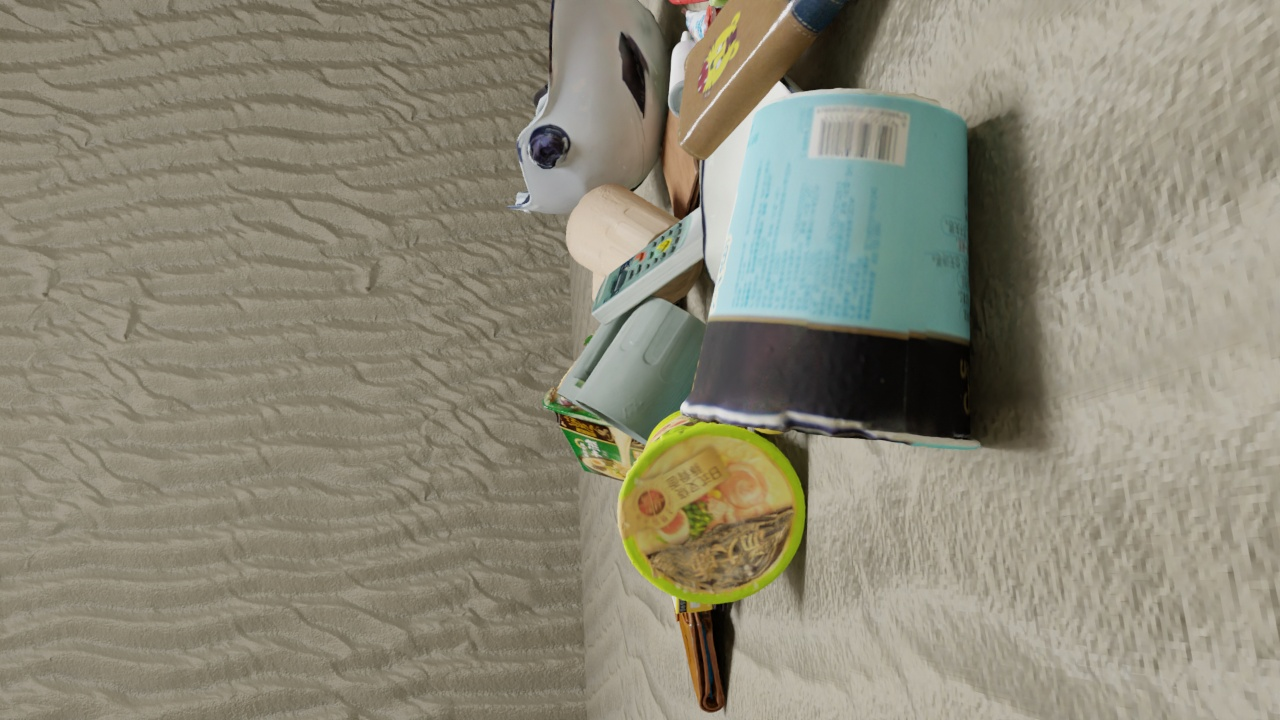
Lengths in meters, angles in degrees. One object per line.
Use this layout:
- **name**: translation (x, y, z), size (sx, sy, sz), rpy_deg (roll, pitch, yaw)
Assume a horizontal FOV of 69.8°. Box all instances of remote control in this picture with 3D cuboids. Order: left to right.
- **remote control**: translation (0.016, -0.079, 0.725), size (0.135, 0.019, 0.056), rpy_deg (-33, 26, 35)

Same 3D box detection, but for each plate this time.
- **plate**: translation (0.077, -0.095, 0.540), size (0.265, 0.034, 0.162), rpy_deg (-105, 16, -60)

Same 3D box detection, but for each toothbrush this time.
- **toothbrush**: translation (0.037, -0.231, 0.716), size (0.220, 0.026, 0.027), rpy_deg (-84, 12, -60)

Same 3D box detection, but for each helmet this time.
- **helmet**: translation (-0.040, -0.263, 0.940), size (0.259, 0.146, 0.228), rpy_deg (112, 167, -50)

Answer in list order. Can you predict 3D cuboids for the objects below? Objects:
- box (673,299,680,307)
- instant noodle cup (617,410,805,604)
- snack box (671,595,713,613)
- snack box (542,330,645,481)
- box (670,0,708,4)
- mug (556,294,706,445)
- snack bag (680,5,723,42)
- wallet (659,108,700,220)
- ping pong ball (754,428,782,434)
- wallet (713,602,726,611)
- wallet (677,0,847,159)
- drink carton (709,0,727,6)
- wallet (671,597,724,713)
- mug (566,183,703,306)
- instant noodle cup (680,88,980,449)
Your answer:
- **box**: translation (-0.001, -0.044, 0.961), size (0.086, 0.075, 0.162), rpy_deg (41, 144, 36)
- **instant noodle cup**: translation (0.041, 0.082, 0.602), size (0.123, 0.111, 0.112), rpy_deg (-93, 3, -80)
- **snack box**: translation (0.030, 0.127, 0.750), size (0.140, 0.033, 0.087), rpy_deg (-113, 19, -61)
- **snack box**: translation (-0.014, 0.054, 0.872), size (0.118, 0.118, 0.106), rpy_deg (-55, -30, -42)
- **box**: translation (0.046, -0.329, 0.641), size (0.201, 0.069, 0.158), rpy_deg (-115, 29, -69)
- **mug**: translation (-0.004, 0.004, 0.754), size (0.124, 0.083, 0.103), rpy_deg (25, 81, 45)
- **snack bag**: translation (0.054, -0.247, 0.685), size (0.045, 0.026, 0.105), rpy_deg (44, -172, -20)
- **wallet**: translation (0.040, -0.188, 0.858), size (0.101, 0.020, 0.115), rpy_deg (102, 162, -62)
- **ping pong ball**: translation (0.077, 0.023, 0.534), size (0.040, 0.040, 0.040), rpy_deg (177, 91, -82)
- **wallet**: translation (0.057, 0.130, 0.739), size (0.096, 0.020, 0.122), rpy_deg (-103, 8, -45)
- **wallet**: translation (0.060, -0.168, 0.469), size (0.116, 0.033, 0.090), rpy_deg (-45, 28, 46)
- **drink carton**: translation (0.071, -0.242, 0.489), size (0.123, 0.053, 0.045), rpy_deg (108, 159, -69)
- **wallet**: translation (0.047, 0.216, 0.802), size (0.130, 0.035, 0.119), rpy_deg (-104, 1, -61)
- **mug**: translation (-0.006, -0.086, 0.840), size (0.103, 0.084, 0.125), rpy_deg (37, 134, 42)
- **instant noodle cup**: translation (0.076, -0.033, 0.346), size (0.111, 0.111, 0.120), rpy_deg (177, 100, -82)
